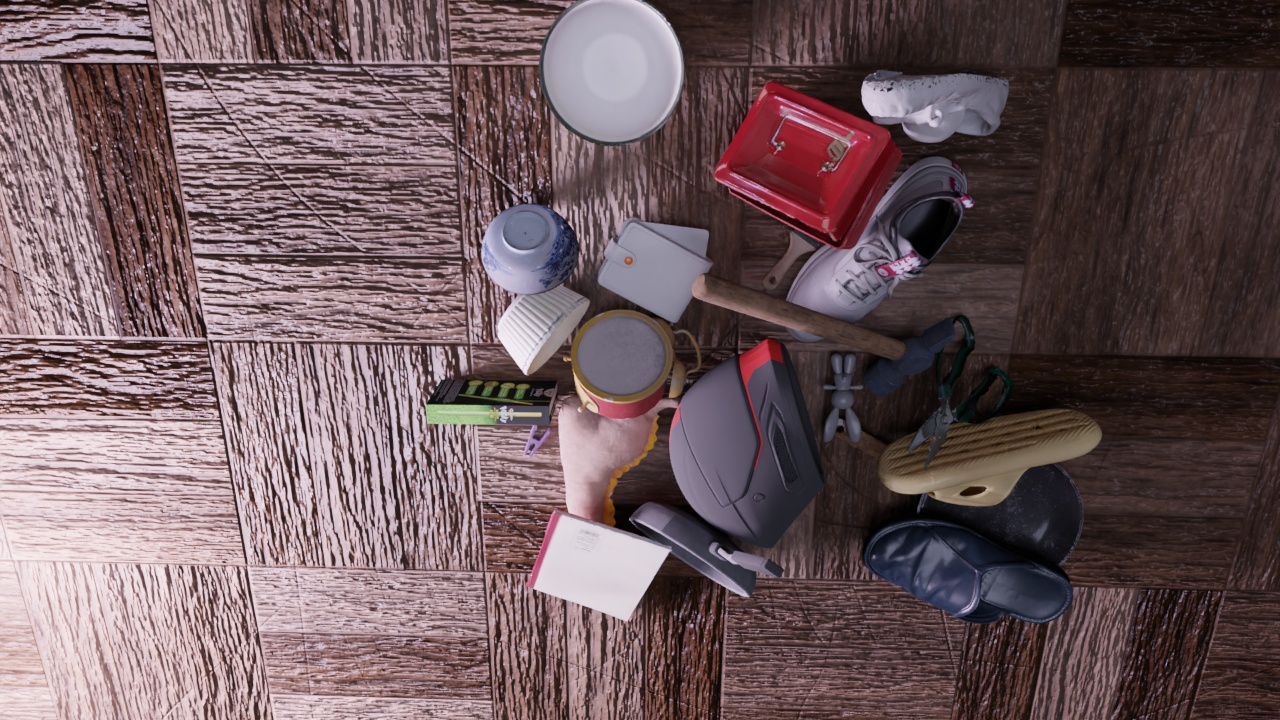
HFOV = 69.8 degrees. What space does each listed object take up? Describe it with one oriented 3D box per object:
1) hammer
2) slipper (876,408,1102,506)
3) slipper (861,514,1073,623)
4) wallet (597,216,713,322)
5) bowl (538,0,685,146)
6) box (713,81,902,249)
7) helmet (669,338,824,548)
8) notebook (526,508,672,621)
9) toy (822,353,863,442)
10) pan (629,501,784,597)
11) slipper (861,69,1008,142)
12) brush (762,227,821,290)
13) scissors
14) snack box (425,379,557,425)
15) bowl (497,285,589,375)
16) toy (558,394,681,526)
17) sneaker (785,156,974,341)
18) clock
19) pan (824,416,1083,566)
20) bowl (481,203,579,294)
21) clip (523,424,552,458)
[{"bbox_3d":[0.198,-0.040,1.018,0.321,0.040,0.130,16,141,-25],"label":"hammer"},{"bbox_3d":[0.412,0.122,1.092,0.261,0.111,0.079,-14,116,3],"label":"slipper"},{"bbox_3d":[0.412,0.275,1.145,0.265,0.083,0.109,18,112,3],"label":"slipper"},{"bbox_3d":[0.021,-0.120,1.078,0.118,0.037,0.115,27,110,-12],"label":"wallet"},{"bbox_3d":[-0.028,-0.313,0.986,0.153,0.072,0.153,1,111,3],"label":"bowl"},{"bbox_3d":[0.182,-0.206,0.982,0.157,0.112,0.134,34,100,26],"label":"box"},{"bbox_3d":[0.121,0.109,1.092,0.170,0.164,0.265,-16,118,13],"label":"helmet"},{"bbox_3d":[-0.060,0.269,1.191,0.153,0.012,0.209,19,138,-3],"label":"notebook"},{"bbox_3d":[0.249,0.047,1.129,0.049,0.030,0.112,0,95,2],"label":"toy"},{"bbox_3d":[0.091,0.220,1.065,0.178,0.358,0.041,36,77,-7],"label":"pan"},{"bbox_3d":[0.297,-0.257,0.921,0.112,0.246,0.074,-2,97,41],"label":"slipper"},{"bbox_3d":[0.193,-0.144,1.074,0.039,0.012,0.151,34,109,-11],"label":"brush"},{"bbox_3d":[0.358,0.032,1.074,0.209,0.015,0.142,-34,102,-30],"label":"scissors"},{"bbox_3d":[-0.180,0.051,1.129,0.147,0.080,0.025,1,111,2],"label":"snack box"},{"bbox_3d":[-0.120,-0.046,1.079,0.062,0.115,0.115,39,108,3],"label":"bowl"},{"bbox_3d":[-0.036,0.163,1.176,0.196,0.065,0.265,-2,112,8],"label":"toy"},{"bbox_3d":[0.266,-0.107,1.025,0.097,0.128,0.264,40,110,-10],"label":"sneaker"},{"bbox_3d":[-0.006,0.006,1.092,0.158,0.081,0.117,-15,66,-8],"label":"clock"},{"bbox_3d":[0.389,0.160,1.172,0.357,0.040,0.208,31,109,-2],"label":"pan"},{"bbox_3d":[-0.127,-0.135,1.037,0.114,0.045,0.114,0,67,0],"label":"bowl"},{"bbox_3d":[-0.130,0.103,1.184,0.042,0.014,0.052,4,108,-2],"label":"clip"}]
